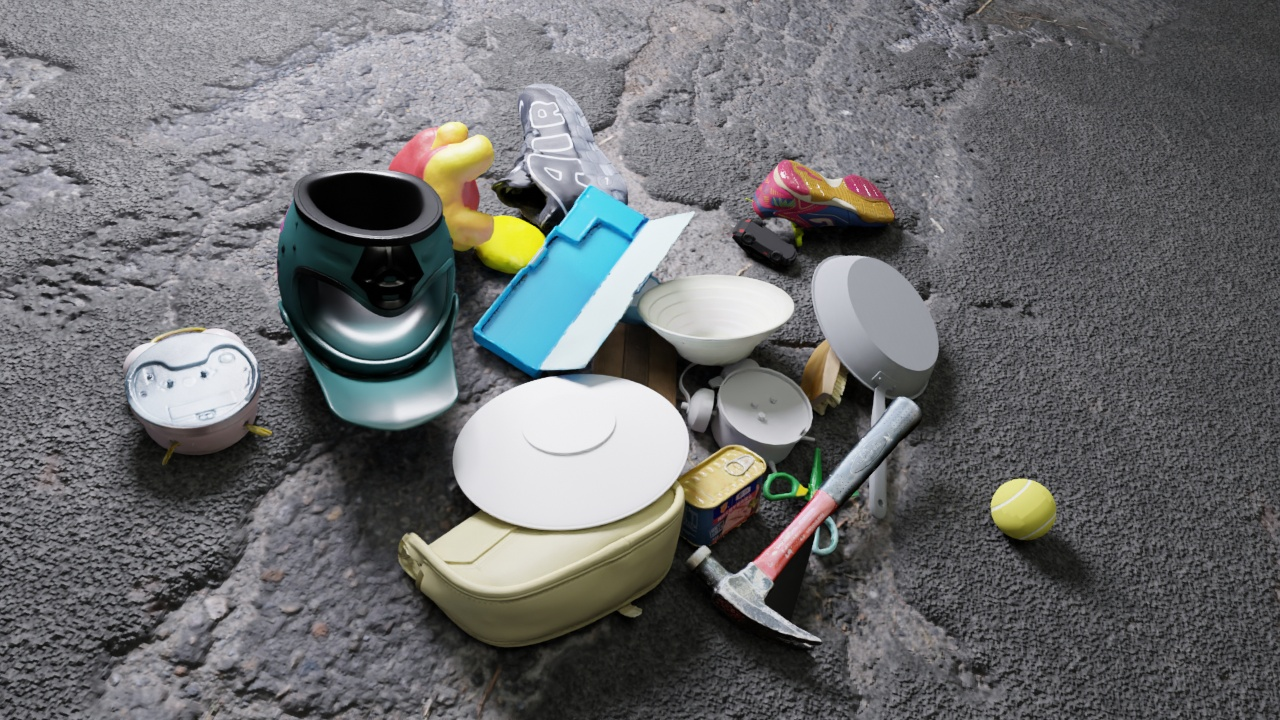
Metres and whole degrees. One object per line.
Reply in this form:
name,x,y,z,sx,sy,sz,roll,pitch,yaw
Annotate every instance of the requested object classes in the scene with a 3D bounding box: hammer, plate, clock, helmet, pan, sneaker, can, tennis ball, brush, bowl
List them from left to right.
clock,-0.436,0.022,0.894,0.116,0.059,0.158,-18,56,-29
helmet,-0.264,-0.062,0.911,0.176,0.200,0.274,-6,30,-22
sneaker,-0.133,-0.254,1.190,0.150,0.097,0.252,-16,61,-30
plate,-0.068,0.070,0.886,0.229,0.030,0.229,-2,36,1
clock,-0.025,-0.078,1.108,0.123,0.042,0.087,14,47,5
bowl,0.084,-0.039,1.043,0.177,0.058,0.176,-1,28,1
can,0.079,0.136,0.921,0.099,0.059,0.054,-29,44,-32
clock,0.115,0.050,1.013,0.159,0.061,0.119,38,51,17
sneaker,0.255,-0.217,1.284,0.241,0.091,0.116,6,51,-36
brush,0.221,0.015,1.081,0.039,0.049,0.116,33,47,-10
hammer,0.196,0.148,0.930,0.140,0.036,0.325,43,59,12
pan,0.282,0.016,1.069,0.200,0.051,0.355,26,49,-25
tennis ball,0.413,0.161,0.991,0.065,0.065,0.065,7,48,-9

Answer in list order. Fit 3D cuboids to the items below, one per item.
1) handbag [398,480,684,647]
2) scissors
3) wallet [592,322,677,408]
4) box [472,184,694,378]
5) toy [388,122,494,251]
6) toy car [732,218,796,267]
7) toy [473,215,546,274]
handbag,-0.083,0.169,0.850,0.191,0.089,0.232,31,47,33
scissors,0.185,0.149,0.964,0.125,0.011,0.130,1,62,-29
wallet,-0.006,0.006,1.044,0.098,0.027,0.120,10,48,-9
box,-0.057,-0.084,1.043,0.171,0.070,0.243,19,61,31
toy,-0.234,-0.205,1.074,0.098,0.147,0.216,2,14,-28
toy car,0.164,-0.154,1.223,0.092,0.036,0.042,32,47,1
toy,-0.159,-0.143,1.125,0.094,0.041,0.095,-7,51,-26
